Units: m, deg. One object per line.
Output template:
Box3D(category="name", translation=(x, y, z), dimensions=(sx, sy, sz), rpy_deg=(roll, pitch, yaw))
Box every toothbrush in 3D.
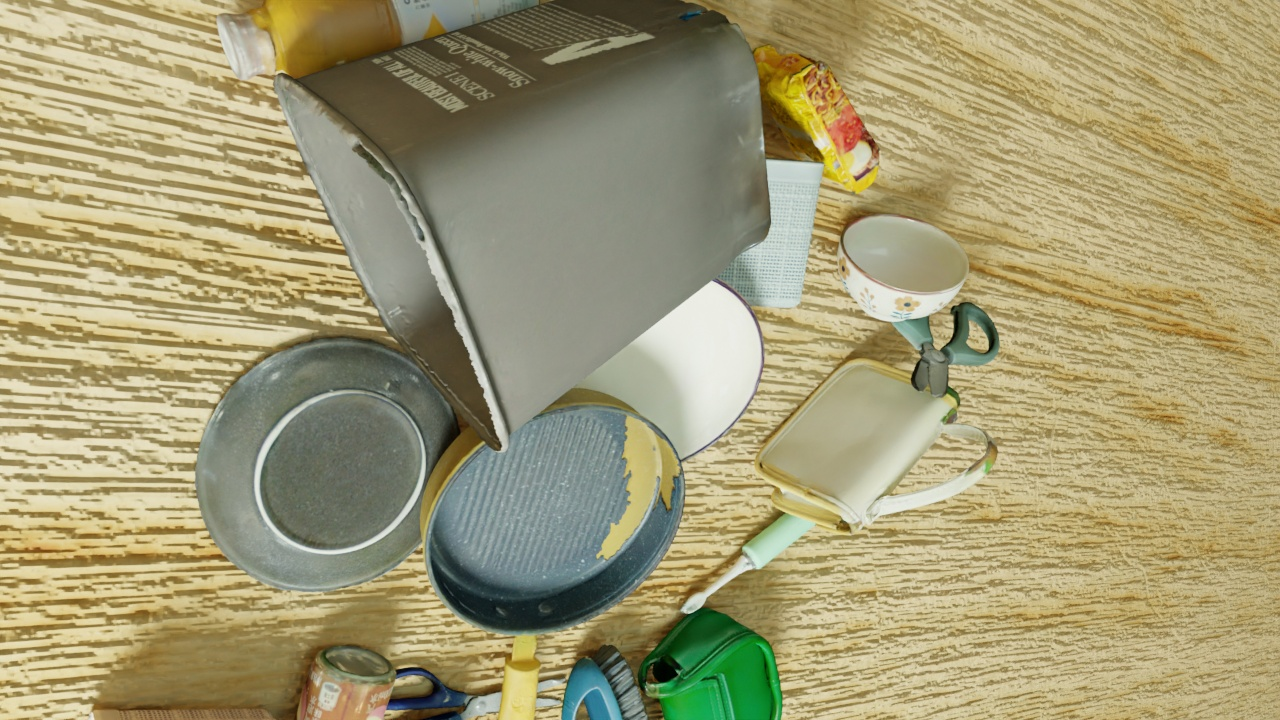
Box3D(category="toothbrush", translation=(0.125, 0.165, 0.848), dimensions=(0.224, 0.027, 0.026), rpy_deg=(-32, 79, -24))

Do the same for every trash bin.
Box3D(category="trash bin", translation=(-0.058, -0.103, 0.540), dimensions=(0.219, 0.199, 0.199), rpy_deg=(-32, 135, -19))

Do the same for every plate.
Box3D(category="plate", translation=(-0.201, 0.073, 0.616), dimensions=(0.179, 0.024, 0.179), rpy_deg=(-7, 104, -31))
Box3D(category="plate", translation=(-0.004, 0.004, 0.687), dimensions=(0.192, 0.039, 0.193), rpy_deg=(-8, 127, -10))

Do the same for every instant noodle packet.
Box3D(category="instant noodle packet", translation=(0.134, -0.192, 0.718), dimensions=(0.044, 0.128, 0.111), rpy_deg=(-32, 115, 3))

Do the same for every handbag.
Box3D(category="handbag", translation=(0.061, 0.296, 0.805), dimensions=(0.120, 0.068, 0.131), rpy_deg=(-29, 117, -32))
Box3D(category="handbag", translation=(0.211, 0.085, 0.796), dimensions=(0.163, 0.179, 0.063), rpy_deg=(-43, 125, -20))

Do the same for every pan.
Box3D(category="pan", translation=(-0.078, 0.191, 0.683), dimensions=(0.197, 0.078, 0.358), rpy_deg=(6, 113, -28))

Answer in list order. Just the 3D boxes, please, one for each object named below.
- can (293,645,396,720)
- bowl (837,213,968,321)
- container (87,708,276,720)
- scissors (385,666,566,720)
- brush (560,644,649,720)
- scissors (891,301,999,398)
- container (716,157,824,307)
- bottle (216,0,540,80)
Box3D(category="can", translation=(-0.217, 0.275, 0.630), dimensions=(0.057, 0.058, 0.147), rpy_deg=(17, 91, -35))
Box3D(category="bowl", translation=(0.229, -0.075, 0.824), dimensions=(0.113, 0.113, 0.062), rpy_deg=(-24, 143, -27))
Box3D(category="container", translation=(-0.283, 0.272, 0.570), dimensions=(0.110, 0.090, 0.090), rpy_deg=(11, 94, -38))
Box3D(category="scissors", translation=(-0.136, 0.279, 0.713), dimensions=(0.172, 0.012, 0.132), rpy_deg=(40, 76, -34))
Box3D(category="brush", translation=(-0.028, 0.309, 0.763), dimensions=(0.073, 0.055, 0.144), rpy_deg=(-26, 114, -28))
Box3D(category="scissors", translation=(0.282, -0.011, 0.832), dimensions=(0.143, 0.179, 0.019), rpy_deg=(20, 129, -3))
Box3D(category="container", translation=(0.083, -0.102, 0.713), dimensions=(0.090, 0.090, 0.111), rpy_deg=(2, 103, -10))
Box3D(category="bottle", translation=(-0.154, -0.209, 0.557), dimensions=(0.189, 0.068, 0.068), rpy_deg=(-24, 113, -27))
